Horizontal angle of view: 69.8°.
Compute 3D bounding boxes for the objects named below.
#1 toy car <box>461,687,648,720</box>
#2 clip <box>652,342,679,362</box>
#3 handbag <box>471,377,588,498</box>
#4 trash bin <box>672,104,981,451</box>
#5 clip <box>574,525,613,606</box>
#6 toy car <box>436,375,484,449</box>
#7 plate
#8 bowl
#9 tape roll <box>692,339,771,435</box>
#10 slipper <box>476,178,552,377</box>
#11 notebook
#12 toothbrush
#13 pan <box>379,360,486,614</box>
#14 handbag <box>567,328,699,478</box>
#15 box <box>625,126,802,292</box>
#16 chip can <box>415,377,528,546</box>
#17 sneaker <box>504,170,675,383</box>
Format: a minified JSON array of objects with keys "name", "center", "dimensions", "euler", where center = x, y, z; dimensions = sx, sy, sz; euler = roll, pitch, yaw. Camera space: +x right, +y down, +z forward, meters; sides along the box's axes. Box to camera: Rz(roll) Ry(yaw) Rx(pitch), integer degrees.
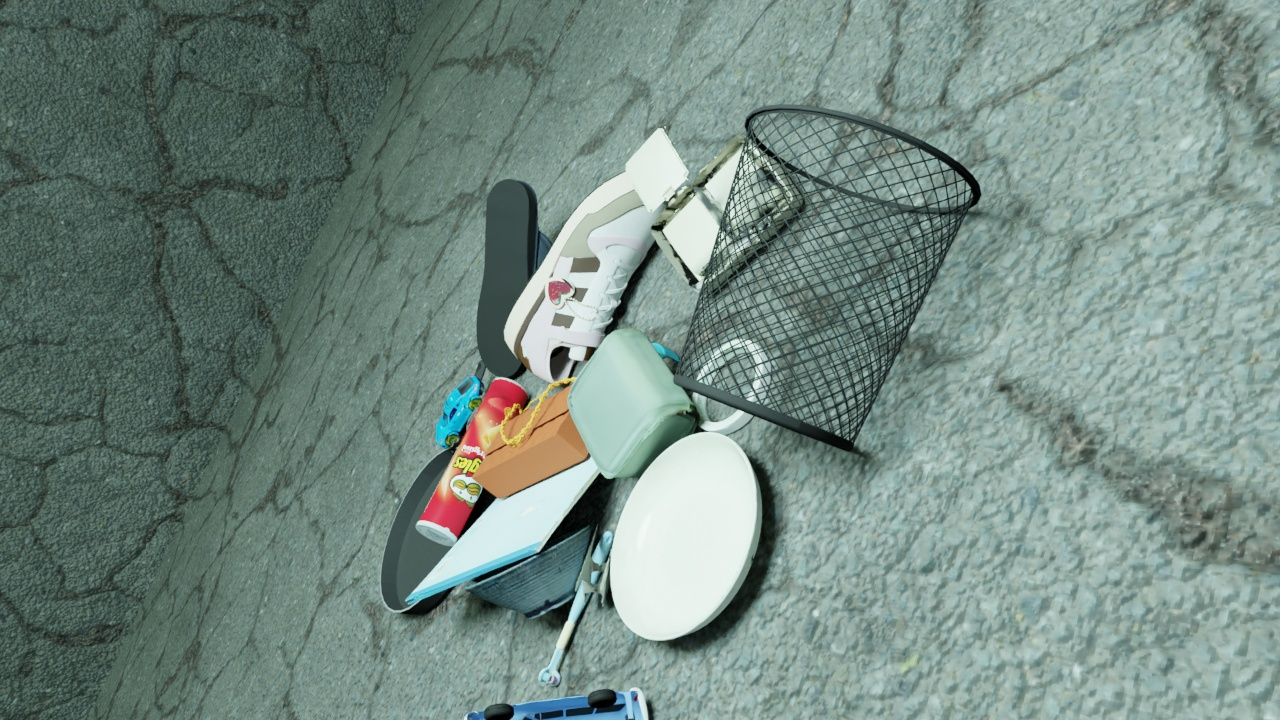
[{"name":"toy car","center":[-0.069,0.306,0.743],"dimensions":[0.055,0.153,0.056],"euler":[96,166,-52]},{"name":"clip","center":[-0.012,0.023,0.988],"dimensions":[0.130,0.030,0.120],"euler":[-4,67,55]},{"name":"handbag","center":[-0.117,0.079,1.058],"dimensions":[0.172,0.060,0.108],"euler":[-29,27,43]},{"name":"trash bin","center":[0.128,-0.055,0.697],"dimensions":[0.184,0.184,0.210],"euler":[20,88,60]},{"name":"clip","center":[-0.049,0.200,0.860],"dimensions":[0.101,0.052,0.060],"euler":[-65,-3,-67]},{"name":"toy car","center":[-0.246,0.068,1.228],"dimensions":[0.105,0.032,0.048],"euler":[-58,33,6]},{"name":"plate","center":[0.043,0.152,0.786],"dimensions":[0.183,0.034,0.182],"euler":[-37,38,36]},{"name":"bowl","center":[-0.099,0.218,0.908],"dimensions":[0.137,0.136,0.057],"euler":[-30,84,42]},{"name":"tape roll","center":[0.083,0.024,0.851],"dimensions":[0.093,0.013,0.092],"euler":[-36,39,37]},{"name":"slipper","center":[-0.157,-0.108,1.244],"dimensions":[0.109,0.083,0.266],"euler":[12,102,39]},{"name":"notebook","center":[-0.136,0.173,0.984],"dimensions":[0.254,0.009,0.180],"euler":[-30,13,43]},{"name":"toothbrush","center":[-0.060,0.239,0.890],"dimensions":[0.154,0.022,0.016],"euler":[-67,14,-12]},{"name":"pan","center":[-0.257,0.164,1.232],"dimensions":[0.226,0.034,0.355],"euler":[-11,56,53]},{"name":"handbag","center":[-0.004,0.046,0.887],"dimensions":[0.106,0.067,0.121],"euler":[-57,44,27]},{"name":"box","center":[0.066,-0.180,0.941],"dimensions":[0.144,0.044,0.184],"euler":[-42,72,28]},{"name":"chip can","center":[-0.204,0.121,1.132],"dimensions":[0.052,0.052,0.214],"euler":[-19,40,50]},{"name":"sneaker","center":[-0.049,-0.089,1.076],"dimensions":[0.294,0.111,0.116],"euler":[-48,54,19]}]
